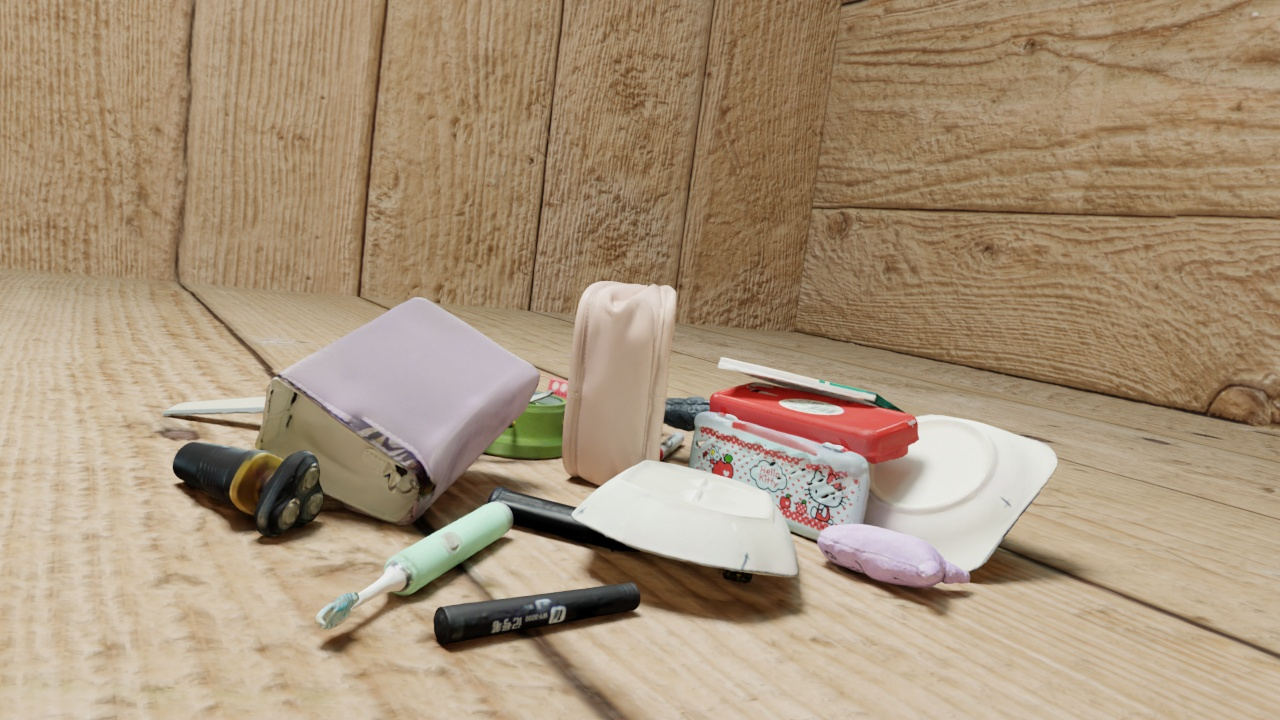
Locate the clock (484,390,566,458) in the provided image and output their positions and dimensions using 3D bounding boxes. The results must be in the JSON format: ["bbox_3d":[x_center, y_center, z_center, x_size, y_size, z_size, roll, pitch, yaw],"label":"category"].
[{"bbox_3d":[-0.141,0.062,0.994,0.116,0.056,0.161,3,7,-38],"label":"clock"}]

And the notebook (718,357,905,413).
[{"bbox_3d":[0.180,0.030,0.925,0.150,0.012,0.209,14,-1,24],"label":"notebook"}]

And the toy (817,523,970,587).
[{"bbox_3d":[0.185,0.147,0.691,0.108,0.039,0.083,7,-10,42],"label":"toy"}]

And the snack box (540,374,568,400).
[{"bbox_3d":[-0.053,0.055,1.124,0.127,0.044,0.113,11,-4,31],"label":"snack box"}]

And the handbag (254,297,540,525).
[{"bbox_3d":[-0.190,0.040,0.753,0.145,0.099,0.196,25,28,9],"label":"handbag"}]

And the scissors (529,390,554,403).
[{"bbox_3d":[-0.194,0.060,0.865,0.230,0.022,0.220,-6,21,0],"label":"scissors"}]

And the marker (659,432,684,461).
[{"bbox_3d":[0.028,0.099,1.035,0.017,0.017,0.145,9,7,13],"label":"marker"}]

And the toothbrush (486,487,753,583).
[{"bbox_3d":[-0.017,0.130,0.681,0.213,0.026,0.027,11,42,21],"label":"toothbrush"}]

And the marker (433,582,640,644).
[{"bbox_3d":[-0.057,0.144,0.531,0.131,0.020,0.022,3,-9,-39],"label":"marker"}]

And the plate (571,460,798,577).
[{"bbox_3d":[0.043,0.112,0.700,0.162,0.034,0.265,14,0,9],"label":"plate"}]

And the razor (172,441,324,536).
[{"bbox_3d":[-0.292,0.087,0.672,0.168,0.062,0.067,5,-26,40],"label":"razor"}]

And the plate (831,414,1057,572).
[{"bbox_3d":[0.251,0.099,0.787,0.164,0.034,0.164,-42,32,-24],"label":"plate"}]

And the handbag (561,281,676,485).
[{"bbox_3d":[-0.005,0.005,0.929,0.093,0.193,0.233,9,17,7],"label":"handbag"}]

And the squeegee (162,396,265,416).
[{"bbox_3d":[-0.340,0.033,1.021,0.247,0.039,0.246,-2,0,9],"label":"squeegee"}]

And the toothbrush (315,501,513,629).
[{"bbox_3d":[-0.134,0.125,0.575,0.026,0.027,0.224,46,14,8],"label":"toothbrush"}]

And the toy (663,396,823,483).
[{"bbox_3d":[0.187,0.085,0.963,0.357,0.091,0.137,12,-1,25],"label":"toy"}]

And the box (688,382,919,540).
[{"bbox_3d":[0.139,0.089,0.829,0.112,0.100,0.202,-13,17,-38],"label":"box"}]
